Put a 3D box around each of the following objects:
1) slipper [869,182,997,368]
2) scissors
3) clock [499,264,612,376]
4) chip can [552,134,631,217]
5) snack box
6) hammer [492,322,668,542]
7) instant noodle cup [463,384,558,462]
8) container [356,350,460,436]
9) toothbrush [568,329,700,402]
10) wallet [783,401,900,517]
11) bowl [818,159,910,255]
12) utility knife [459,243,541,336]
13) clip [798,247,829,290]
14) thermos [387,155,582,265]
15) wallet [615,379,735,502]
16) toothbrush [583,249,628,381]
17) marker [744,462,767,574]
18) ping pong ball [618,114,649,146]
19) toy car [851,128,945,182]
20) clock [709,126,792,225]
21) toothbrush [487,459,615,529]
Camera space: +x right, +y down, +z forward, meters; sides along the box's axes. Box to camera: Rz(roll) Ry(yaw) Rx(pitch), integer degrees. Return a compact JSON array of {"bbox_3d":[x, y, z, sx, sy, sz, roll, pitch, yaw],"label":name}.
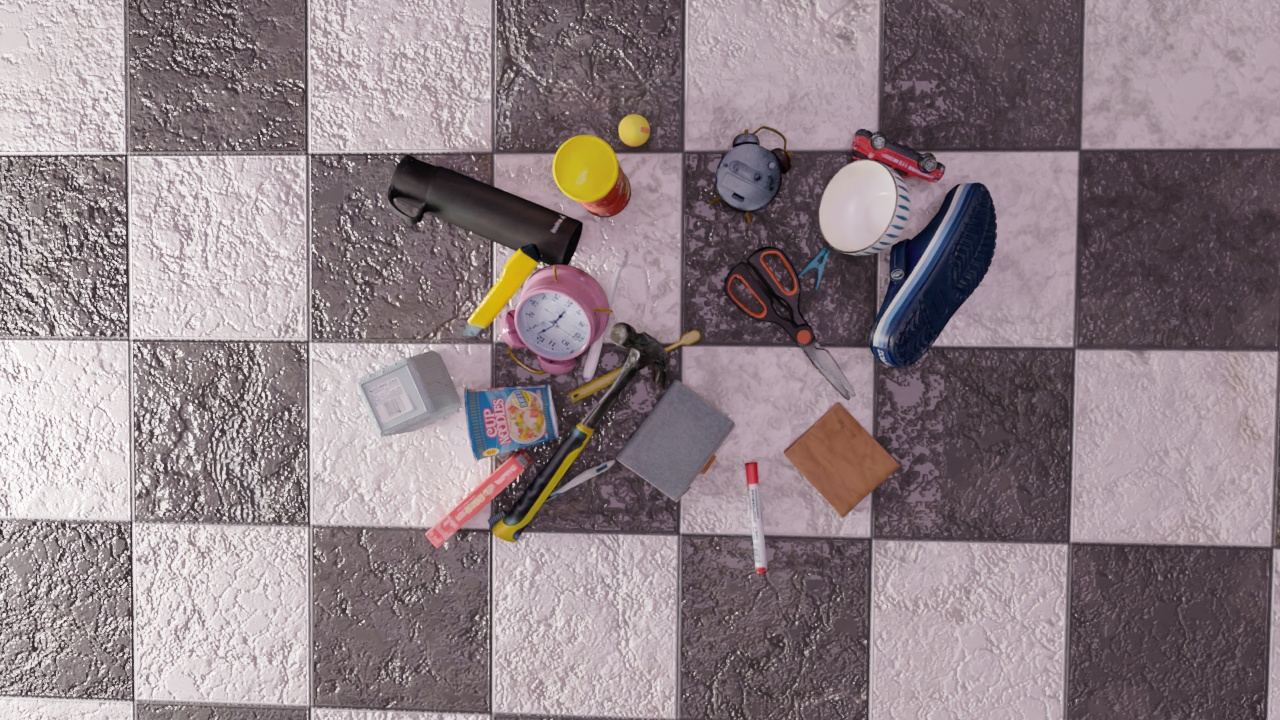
[{"bbox_3d":[0.352,-0.105,1.135,0.095,0.105,0.252,23,77,43],"label":"slipper"},{"bbox_3d":[0.191,-0.034,1.184,0.139,0.021,0.235,-16,96,12],"label":"scissors"},{"bbox_3d":[-0.113,-0.044,1.165,0.117,0.059,0.159,36,124,-8],"label":"clock"},{"bbox_3d":[-0.052,-0.213,1.091,0.073,0.216,0.073,0,93,4],"label":"chip can"},{"bbox_3d":[-0.207,0.176,1.187,0.153,0.075,0.025,-42,90,4],"label":"snack box"},{"bbox_3d":[-0.077,0.101,1.163,0.323,0.126,0.032,-53,50,9],"label":"hammer"},{"bbox_3d":[-0.163,0.073,1.176,0.110,0.099,0.099,-10,91,-4],"label":"instant noodle cup"},{"bbox_3d":[-0.297,0.043,1.170,0.090,0.111,0.090,-24,90,4],"label":"container"},{"bbox_3d":[-0.007,0.007,1.198,0.190,0.016,0.015,-27,91,6],"label":"toothbrush"},{"bbox_3d":[0.258,0.128,1.184,0.101,0.020,0.115,-44,86,3],"label":"wallet"},{"bbox_3d":[0.286,-0.184,1.135,0.066,0.117,0.116,8,94,-40],"label":"bowl"},{"bbox_3d":[-0.181,-0.087,1.176,0.033,0.015,0.177,36,121,-14],"label":"utility knife"},{"bbox_3d":[0.226,-0.120,1.178,0.034,0.013,0.055,26,93,1],"label":"clip"},{"bbox_3d":[-0.202,-0.181,1.173,0.242,0.069,0.089,21,65,3],"label":"thermos"},{"bbox_3d":[0.048,0.105,1.186,0.106,0.037,0.130,37,92,-7],"label":"wallet"},{"bbox_3d":[-0.046,-0.058,1.197,0.016,0.016,0.180,17,93,7],"label":"toothbrush"},{"bbox_3d":[0.151,0.205,1.194,0.017,0.017,0.145,-6,92,4],"label":"marker"},{"bbox_3d":[-0.008,-0.294,1.173,0.040,0.040,0.040,0,92,4],"label":"ping pong ball"},{"bbox_3d":[0.321,-0.252,1.148,0.120,0.052,0.045,24,115,9],"label":"toy car"},{"bbox_3d":[0.142,-0.238,1.159,0.082,0.055,0.122,28,93,3],"label":"clock"},{"bbox_3d":[-0.119,0.174,1.211,0.192,0.016,0.018,-28,80,5],"label":"toothbrush"}]
